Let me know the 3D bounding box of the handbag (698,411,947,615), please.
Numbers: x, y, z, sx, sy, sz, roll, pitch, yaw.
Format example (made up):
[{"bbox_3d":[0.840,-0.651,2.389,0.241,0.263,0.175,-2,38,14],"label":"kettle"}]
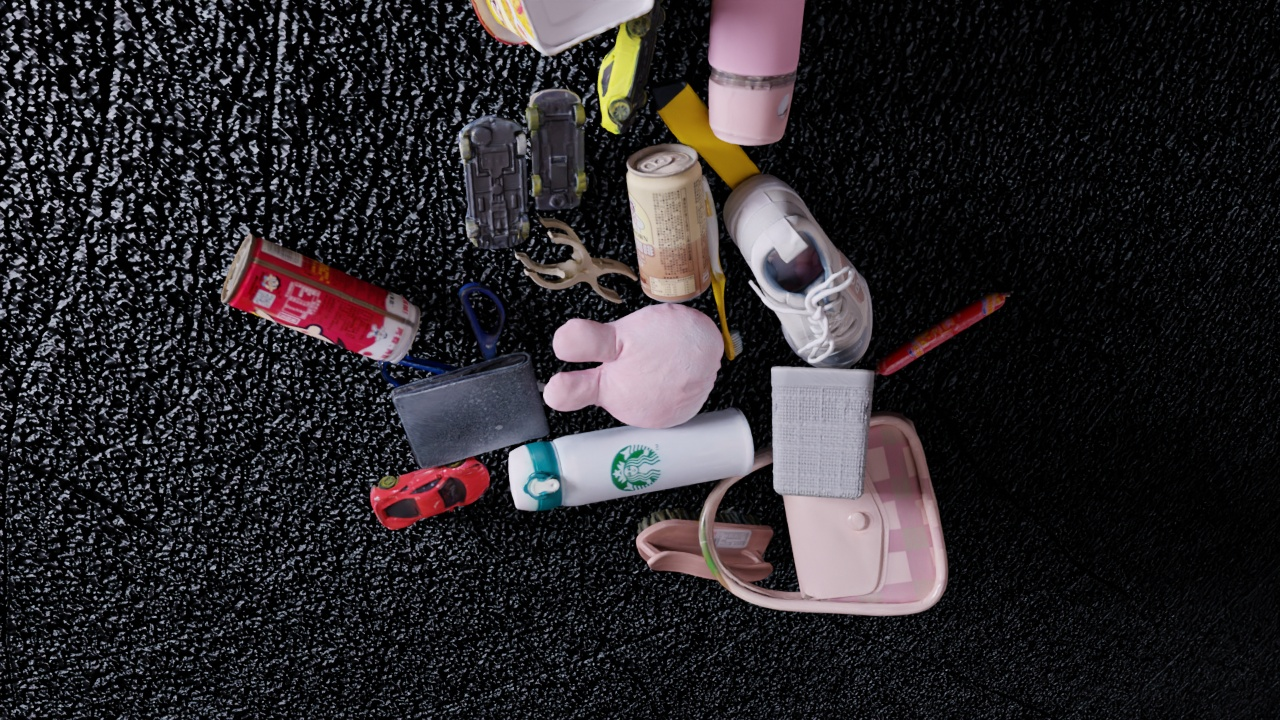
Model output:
[{"bbox_3d":[0.173,0.160,0.908,0.234,0.093,0.193,-10,86,-1],"label":"handbag"}]

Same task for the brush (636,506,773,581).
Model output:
[{"bbox_3d":[0.064,0.192,0.946,0.145,0.073,0.063,9,120,-23],"label":"brush"}]

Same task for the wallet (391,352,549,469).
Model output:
[{"bbox_3d":[-0.144,0.046,0.791,0.120,0.019,0.097,-16,134,-8],"label":"wallet"}]

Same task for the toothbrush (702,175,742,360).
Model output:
[{"bbox_3d":[0.070,-0.076,0.796,0.018,0.016,0.192,-26,129,-15],"label":"toothbrush"}]

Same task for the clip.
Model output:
[{"bbox_3d":[-0.044,-0.087,0.736,0.104,0.034,0.084,3,123,-27],"label":"clip"}]

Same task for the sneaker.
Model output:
[{"bbox_3d":[0.155,-0.054,0.788,0.089,0.090,0.242,-36,135,7],"label":"sneaker"}]

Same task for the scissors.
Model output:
[{"bbox_3d":[-0.138,0.006,0.780,0.175,0.012,0.163,-2,125,-21],"label":"scissors"}]

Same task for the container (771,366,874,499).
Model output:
[{"bbox_3d":[0.164,0.066,0.838,0.090,0.090,0.114,2,86,11],"label":"container"}]

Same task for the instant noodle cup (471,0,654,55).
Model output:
[{"bbox_3d":[-0.052,-0.250,0.561,0.116,0.123,0.116,-25,128,-3],"label":"instant noodle cup"}]

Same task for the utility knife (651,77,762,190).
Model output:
[{"bbox_3d":[0.059,-0.168,0.728,0.033,0.015,0.153,-37,129,16],"label":"utility knife"}]

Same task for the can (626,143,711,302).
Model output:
[{"bbox_3d":[0.023,-0.107,0.729,0.058,0.058,0.116,-15,127,-9],"label":"can"}]

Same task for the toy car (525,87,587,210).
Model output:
[{"bbox_3d":[-0.064,-0.157,0.678,0.042,0.035,0.091,-9,126,-16],"label":"toy car"}]

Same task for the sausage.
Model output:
[{"bbox_3d":[0.297,-0.028,0.910,0.156,0.020,0.020,-32,128,3],"label":"sausage"}]

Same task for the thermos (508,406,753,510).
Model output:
[{"bbox_3d":[-0.010,0.093,0.847,0.224,0.073,0.073,-8,126,-15],"label":"thermos"}]

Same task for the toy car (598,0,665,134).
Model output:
[{"bbox_3d":[-0.009,-0.215,0.654,0.032,0.048,0.105,20,121,6],"label":"toy car"}]

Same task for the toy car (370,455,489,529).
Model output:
[{"bbox_3d":[-0.188,0.119,0.830,0.106,0.031,0.049,-18,129,-10],"label":"toy car"}]

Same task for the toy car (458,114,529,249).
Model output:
[{"bbox_3d":[-0.108,-0.132,0.681,0.049,0.031,0.106,-8,127,-15],"label":"toy car"}]

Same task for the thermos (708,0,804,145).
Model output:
[{"bbox_3d":[0.088,-0.257,0.646,0.087,0.067,0.199,-39,139,-44],"label":"thermos"}]

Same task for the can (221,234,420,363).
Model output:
[{"bbox_3d":[-0.235,-0.043,0.684,0.132,0.053,0.053,24,113,-32],"label":"can"}]

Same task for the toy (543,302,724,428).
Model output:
[{"bbox_3d":[-0.005,0.005,0.800,0.159,0.054,0.121,5,114,-23],"label":"toy"}]
